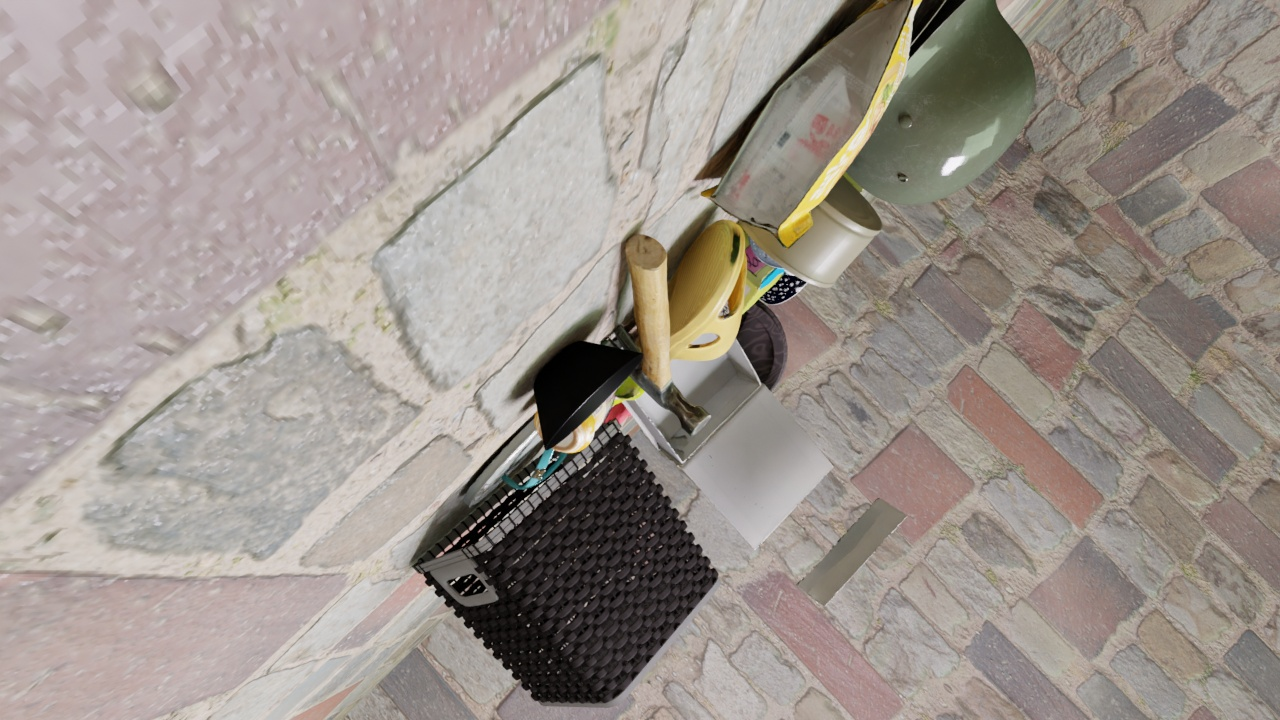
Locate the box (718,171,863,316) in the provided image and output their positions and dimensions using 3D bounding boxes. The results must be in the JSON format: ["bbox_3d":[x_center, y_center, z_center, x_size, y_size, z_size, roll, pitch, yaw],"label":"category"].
[{"bbox_3d":[0.164,-0.149,1.123,0.220,0.079,0.125,-45,174,-23],"label":"box"}]

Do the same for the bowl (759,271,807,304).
[{"bbox_3d":[0.187,-0.145,1.276,0.120,0.066,0.120,-41,-150,30],"label":"bowl"}]

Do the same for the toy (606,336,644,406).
[{"bbox_3d":[-0.007,0.006,1.105,0.092,0.043,0.117,-19,-149,46],"label":"toy"}]

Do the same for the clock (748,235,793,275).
[{"bbox_3d":[0.168,-0.139,1.005,0.083,0.117,0.057,-48,-162,23],"label":"clock"}]

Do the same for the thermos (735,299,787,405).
[{"bbox_3d":[0.135,-0.025,1.399,0.173,0.172,0.226,-46,-179,11],"label":"thermos"}]

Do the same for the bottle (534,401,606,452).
[{"bbox_3d":[-0.064,0.045,0.940,0.063,0.063,0.108,-49,-174,36],"label":"bottle"}]

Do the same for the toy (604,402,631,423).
[{"bbox_3d":[-0.009,0.053,1.359,0.134,0.045,0.092,-48,174,-40],"label":"toy"}]

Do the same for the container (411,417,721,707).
[{"bbox_3d":[-0.087,0.262,1.153,0.244,0.243,0.248,-41,-173,-36],"label":"container"}]

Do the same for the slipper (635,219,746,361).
[{"bbox_3d":[0.063,-0.047,0.948,0.264,0.078,0.099,134,-28,-63],"label":"slipper"}]

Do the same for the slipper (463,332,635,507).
[{"bbox_3d":[-0.093,0.078,1.027,0.269,0.055,0.098,-46,172,1],"label":"slipper"}]

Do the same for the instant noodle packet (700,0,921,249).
[{"bbox_3d":[0.158,-0.204,0.717,0.222,0.084,0.162,-54,173,24],"label":"instant noodle packet"}]

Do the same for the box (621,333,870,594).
[{"bbox_3d":[0.132,0.116,1.249,0.166,0.419,0.108,-44,-155,-11],"label":"box"}]

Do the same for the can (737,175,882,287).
[{"bbox_3d":[0.164,-0.142,0.895,0.073,0.128,0.127,-50,173,29],"label":"can"}]

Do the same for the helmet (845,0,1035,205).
[{"bbox_3d":[0.294,-0.248,0.912,0.226,0.154,0.268,-43,174,-18],"label":"helmet"}]

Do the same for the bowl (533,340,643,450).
[{"bbox_3d":[-0.059,0.020,0.833,0.124,0.052,0.124,-44,174,-6],"label":"bowl"}]

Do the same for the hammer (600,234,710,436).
[{"bbox_3d":[0.010,-0.025,0.827,0.033,0.132,0.331,-43,164,-12],"label":"hammer"}]

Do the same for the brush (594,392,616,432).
[{"bbox_3d":[-0.035,0.048,1.018,0.049,0.015,0.136,-61,-178,-29],"label":"brush"}]

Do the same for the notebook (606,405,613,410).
[{"bbox_3d":[-0.053,0.065,1.428,0.153,0.012,0.209,-42,174,-15],"label":"notebook"}]
